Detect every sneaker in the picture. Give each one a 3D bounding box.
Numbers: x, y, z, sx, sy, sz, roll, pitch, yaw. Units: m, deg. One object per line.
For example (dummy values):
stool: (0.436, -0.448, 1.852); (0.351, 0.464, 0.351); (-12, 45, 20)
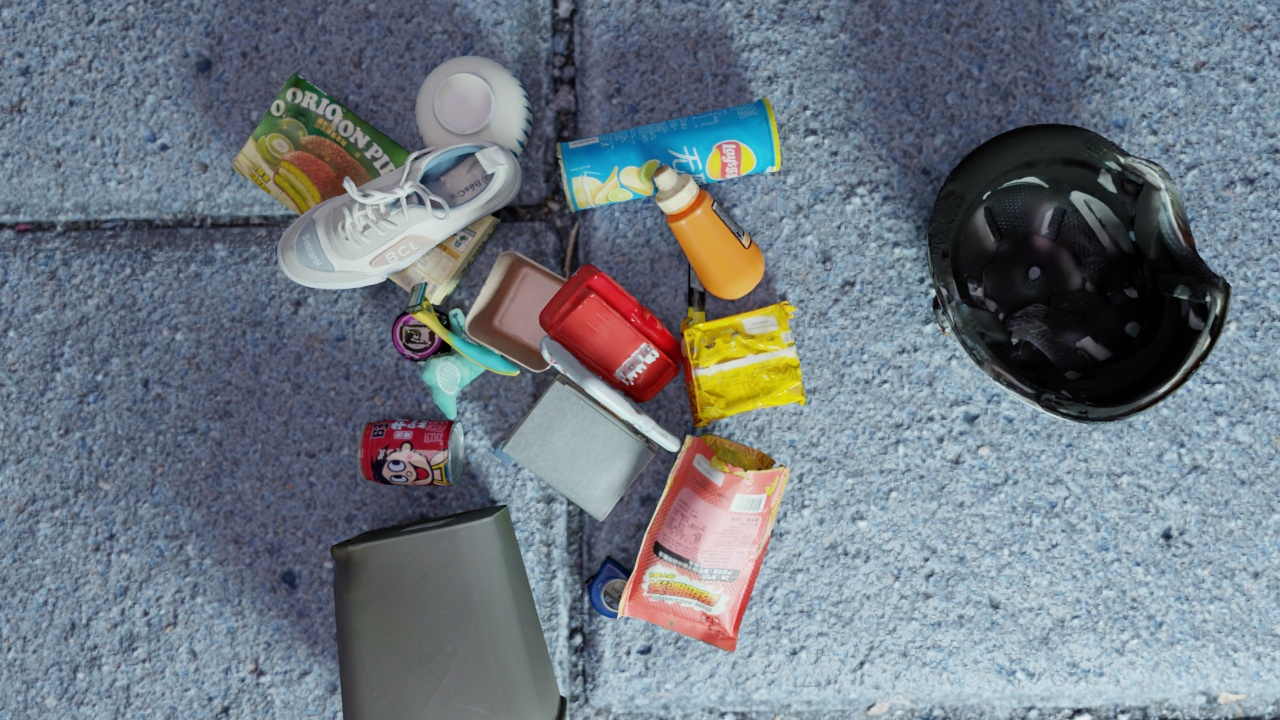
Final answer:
sneaker: (-0.224, -0.132, 0.836); (0.242, 0.090, 0.089); (-25, 93, 2)

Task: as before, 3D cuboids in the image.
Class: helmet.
helmet: (0.387, -0.074, 0.863); (0.230, 0.157, 0.274); (-38, 82, 5)

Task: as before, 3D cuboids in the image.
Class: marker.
marker: (0.057, -0.068, 0.938); (0.018, 0.015, 0.124); (-1, 91, 0)

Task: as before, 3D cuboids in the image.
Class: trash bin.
trash bin: (-0.189, 0.264, 0.883); (0.199, 0.198, 0.219); (-11, 86, -1)

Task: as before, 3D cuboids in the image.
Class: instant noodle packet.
instant noodle packet: (0.104, 0.002, 0.913); (0.128, 0.044, 0.111); (-11, 95, -19)

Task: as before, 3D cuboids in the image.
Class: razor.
razor: (-0.172, -0.022, 0.891); (0.028, 0.043, 0.132); (-40, 119, 22)

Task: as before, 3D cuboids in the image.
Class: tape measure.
tape measure: (-0.027, 0.238, 0.952); (0.058, 0.025, 0.054); (38, 95, 0)
tape measure: (-0.222, -0.027, 0.931); (0.058, 0.039, 0.057); (0, 94, 1)

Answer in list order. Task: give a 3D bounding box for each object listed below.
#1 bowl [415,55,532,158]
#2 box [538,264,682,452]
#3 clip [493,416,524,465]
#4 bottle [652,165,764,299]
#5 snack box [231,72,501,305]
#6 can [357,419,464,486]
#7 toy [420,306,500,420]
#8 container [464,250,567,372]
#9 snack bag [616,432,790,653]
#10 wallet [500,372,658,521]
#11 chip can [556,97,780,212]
bowl: (-0.168, -0.245, 0.903); (0.116, 0.066, 0.116); (0, 93, 1)
box: (-0.005, 0.004, 0.844); (0.094, 0.201, 0.100); (-48, 57, 2)
clip: (-0.126, 0.081, 0.947); (0.026, 0.037, 0.058); (40, 92, 1)
bottle: (0.060, -0.127, 0.885); (0.067, 0.066, 0.149); (-39, 118, 3)
snack box: (-0.268, -0.166, 0.911); (0.240, 0.063, 0.114); (34, 93, -1)
can: (-0.230, 0.093, 0.925); (0.094, 0.066, 0.066); (2, 93, 1)
toy: (-0.181, -0.002, 0.919); (0.091, 0.030, 0.096); (-40, 118, -31)
container: (-0.105, -0.048, 0.892); (0.090, 0.111, 0.090); (28, 93, -1)
snack bag: (0.064, 0.182, 0.909); (0.128, 0.073, 0.208); (17, 104, -2)
wallet: (-0.059, 0.086, 0.935); (0.129, 0.037, 0.106); (38, 94, -12)
chip can: (0.027, -0.200, 0.901); (0.210, 0.071, 0.071); (-12, 93, 2)
